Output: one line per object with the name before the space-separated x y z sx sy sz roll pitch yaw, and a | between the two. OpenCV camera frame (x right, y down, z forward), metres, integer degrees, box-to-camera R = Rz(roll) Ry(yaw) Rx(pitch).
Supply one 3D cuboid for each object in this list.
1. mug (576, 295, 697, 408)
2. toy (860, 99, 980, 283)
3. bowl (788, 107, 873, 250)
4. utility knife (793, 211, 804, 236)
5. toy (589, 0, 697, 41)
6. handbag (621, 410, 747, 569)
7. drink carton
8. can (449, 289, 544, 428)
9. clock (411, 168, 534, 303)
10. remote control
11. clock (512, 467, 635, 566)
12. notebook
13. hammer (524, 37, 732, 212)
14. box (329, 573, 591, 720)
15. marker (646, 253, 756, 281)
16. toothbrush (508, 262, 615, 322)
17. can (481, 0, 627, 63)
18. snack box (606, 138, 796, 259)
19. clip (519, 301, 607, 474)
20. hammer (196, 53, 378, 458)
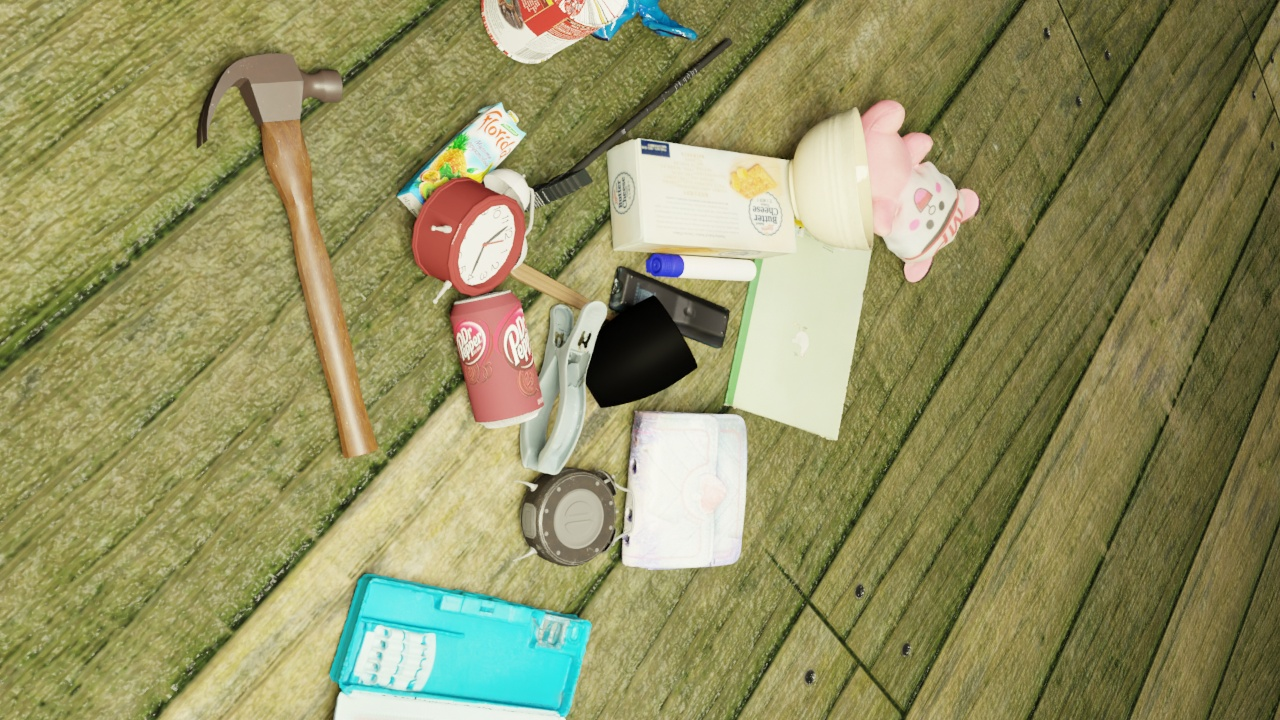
mug | -0.005 0.005 0.894 0.100 0.085 0.119 -31 152 -2
toy | 0.320 -0.204 1.120 0.213 0.084 0.142 36 81 -26
bowl | 0.203 -0.188 0.983 0.150 0.075 0.150 -6 90 -70
utility knife | 0.196 -0.205 1.061 0.017 0.030 0.162 58 50 -61
toy | 0.019 -0.389 0.919 0.112 0.071 0.176 24 76 -22
handbag | 0.045 0.131 0.935 0.126 0.069 0.158 4 90 -34
drink carton | -0.156 -0.174 0.808 0.044 0.039 0.128 50 65 -25
can | -0.127 -0.001 0.813 0.063 0.063 0.114 -18 100 -34
clock | -0.138 -0.110 0.790 0.137 0.048 0.096 -34 143 -43
remote control | 0.036 -0.054 0.954 0.150 0.022 0.047 18 80 -34
clock | -0.065 0.146 0.868 0.122 0.044 0.091 1 90 -36
notebook | 0.190 -0.049 1.073 0.181 0.010 0.252 19 79 -34
hammer | 0.008 -0.248 0.910 0.323 0.095 0.015 -48 114 -33
box | -0.156 0.295 0.796 0.226 0.056 0.185 22 67 -33
marker | 0.067 -0.098 0.975 0.133 0.027 0.023 -1 90 -38
toothbrush | -0.058 -0.057 0.892 0.166 0.016 0.016 26 74 -32
can | -0.078 -0.323 0.816 0.086 0.117 0.086 0 89 -36
snack box | 0.067 -0.163 0.952 0.207 0.058 0.104 -2 86 -35
clip | -0.083 0.022 0.858 0.028 0.108 0.163 20 83 -35
hammer | -0.264 -0.079 0.736 0.115 0.033 0.323 -18 101 -36
